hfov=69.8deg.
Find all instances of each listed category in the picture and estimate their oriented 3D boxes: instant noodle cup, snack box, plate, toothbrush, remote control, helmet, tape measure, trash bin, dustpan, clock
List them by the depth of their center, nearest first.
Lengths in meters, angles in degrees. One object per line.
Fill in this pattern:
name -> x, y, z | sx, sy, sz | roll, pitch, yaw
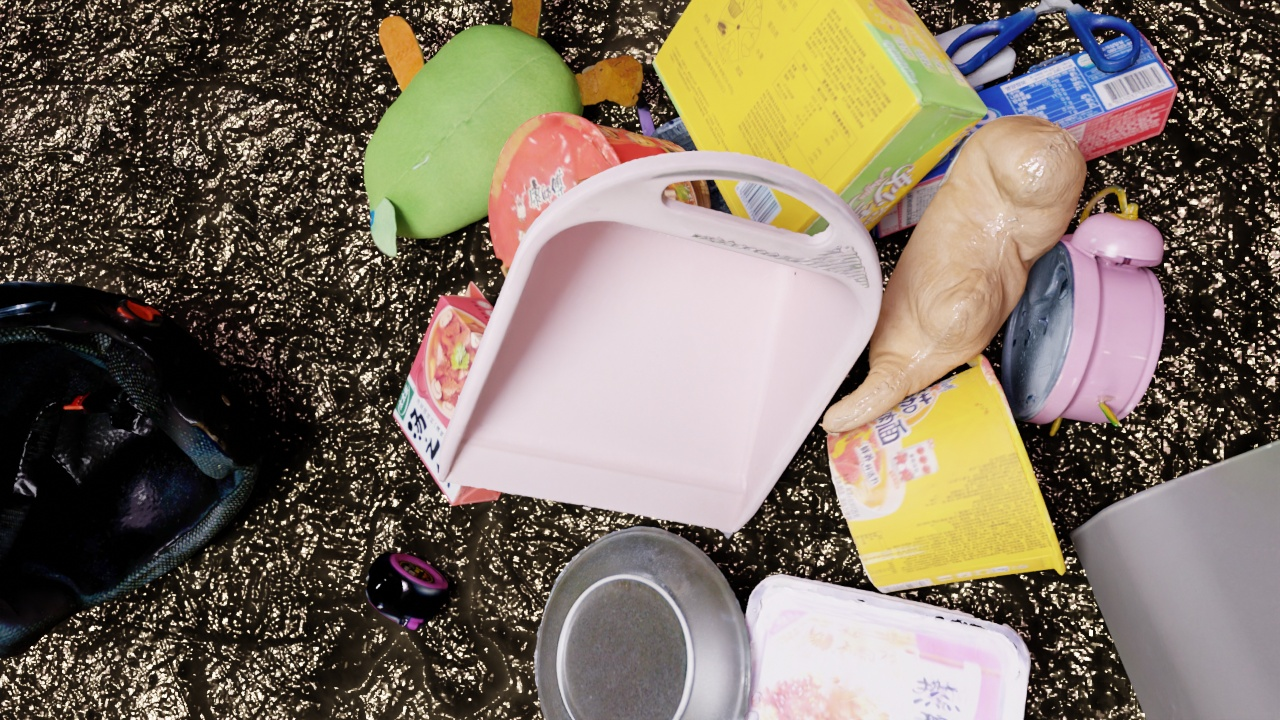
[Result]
trash bin -> 0.365, 0.159, 0.489 | 0.199, 0.199, 0.219 | -22, 68, 7
dustpan -> 0.010, 0.009, 0.533 | 0.222, 0.138, 0.274 | 10, 108, -14
instant noodle cup -> 0.187, 0.080, 0.577 | 0.110, 0.138, 0.138 | -20, 75, 18
clock -> 0.280, -0.033, 0.582 | 0.060, 0.117, 0.158 | 9, 83, 5
instant noodle cup -> 0.149, 0.220, 0.591 | 0.173, 0.060, 0.138 | 9, 81, 14
plate -> -0.008, 0.202, 0.620 | 0.180, 0.024, 0.179 | -10, 71, 32
snack box -> 0.108, -0.187, 0.620 | 0.158, 0.070, 0.210 | -49, 54, 42
snack box -> 0.251, -0.154, 0.638 | 0.208, 0.058, 0.057 | -20, 64, 9
instant noodle cup -> -0.025, -0.105, 0.654 | 0.138, 0.108, 0.138 | 10, 106, 41
remote control -> 0.199, -0.204, 0.659 | 0.136, 0.020, 0.056 | -24, 52, -11
helmet -> -0.420, 0.055, 0.661 | 0.233, 0.275, 0.230 | -40, 46, -6
snack box -> -0.130, 0.021, 0.666 | 0.127, 0.044, 0.113 | 46, 121, 35
tape measure -> -0.175, 0.171, 0.681 | 0.058, 0.057, 0.039 | 31, 91, -25
toothbrush -> 0.020, -0.125, 0.719 | 0.014, 0.017, 0.189 | -13, 73, -1

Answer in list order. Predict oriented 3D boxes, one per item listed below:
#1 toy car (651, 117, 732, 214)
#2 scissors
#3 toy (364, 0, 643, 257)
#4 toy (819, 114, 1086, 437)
toy car -> 0.051, -0.132, 0.696 | 0.054, 0.037, 0.120 | -30, 73, -8
scissors -> 0.286, -0.240, 0.635 | 0.176, 0.012, 0.162 | -29, 45, -2
toy -> -0.126, -0.187, 0.726 | 0.247, 0.090, 0.227 | -40, 87, 7
toy -> 0.191, -0.045, 0.572 | 0.082, 0.143, 0.226 | 32, 99, 15
